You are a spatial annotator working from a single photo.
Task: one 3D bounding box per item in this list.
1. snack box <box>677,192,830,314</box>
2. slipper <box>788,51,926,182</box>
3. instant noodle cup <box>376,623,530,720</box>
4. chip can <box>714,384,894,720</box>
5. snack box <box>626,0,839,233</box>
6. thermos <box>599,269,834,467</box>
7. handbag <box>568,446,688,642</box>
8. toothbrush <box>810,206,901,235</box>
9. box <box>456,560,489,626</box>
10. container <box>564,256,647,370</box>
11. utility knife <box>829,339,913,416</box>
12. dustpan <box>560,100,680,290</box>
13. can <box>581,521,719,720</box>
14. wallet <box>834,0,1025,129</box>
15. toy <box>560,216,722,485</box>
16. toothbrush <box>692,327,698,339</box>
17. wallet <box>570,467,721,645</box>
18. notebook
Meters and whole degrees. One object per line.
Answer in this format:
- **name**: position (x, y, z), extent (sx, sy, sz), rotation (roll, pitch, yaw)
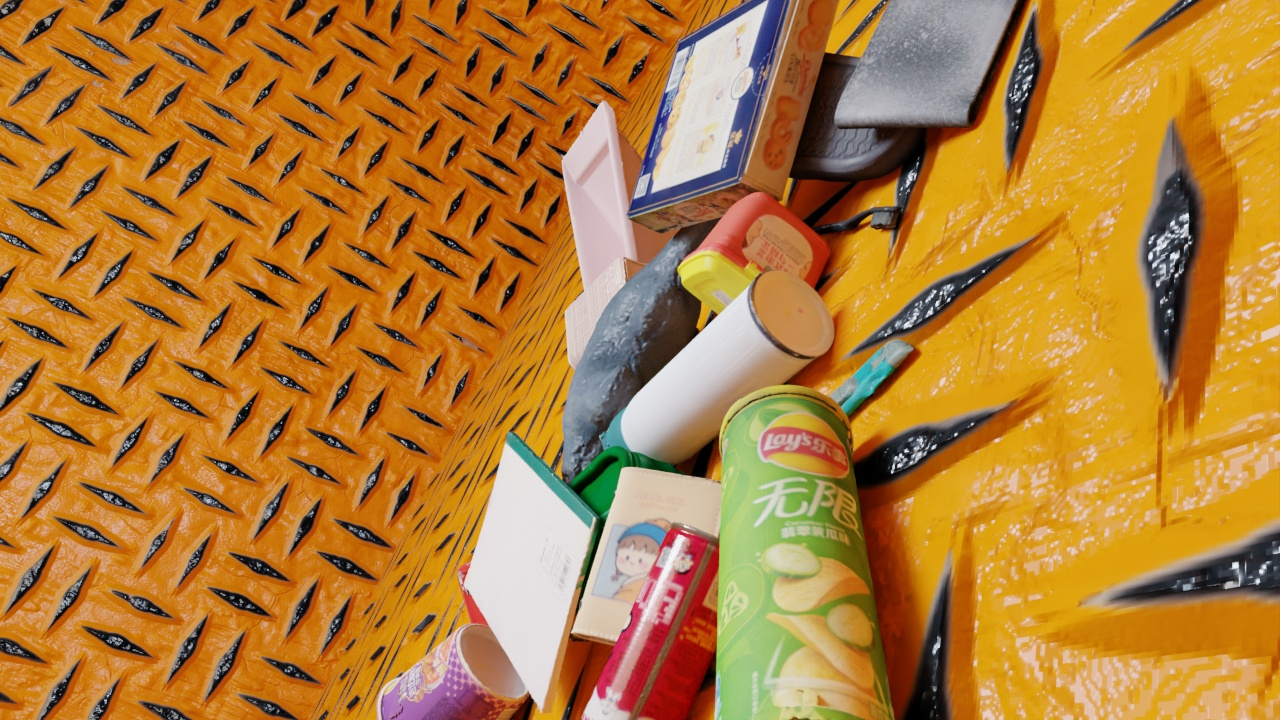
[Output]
- **snack box**: position (0.088, -0.071, 0.681), extent (0.080, 0.091, 0.082), rotation (-56, 12, -15)
- **slipper**: position (0.149, -0.188, 0.753), extent (0.111, 0.083, 0.268), rotation (-64, 30, 5)
- **instant noodle cup**: position (-0.156, 0.291, 0.798), extent (0.099, 0.111, 0.111), rotation (-49, 15, 13)
- **chip can**: position (0.068, 0.099, 0.408), extent (0.073, 0.072, 0.220), rotation (-53, 15, 30)
- **snack box**: position (0.070, -0.206, 0.764), extent (0.183, 0.045, 0.177), rotation (0, 71, 60)
- **thermos**: position (0.047, 0.023, 0.674), extent (0.225, 0.073, 0.073), rotation (-46, 19, 47)
- **handbag**: position (-0.020, 0.135, 0.680), extent (0.132, 0.068, 0.120), rotation (-47, 24, 43)
- **toothbrush**: position (0.146, -0.098, 0.684), extent (0.189, 0.014, 0.016), rotation (-170, 85, -78)
- **box**: position (-0.107, 0.222, 0.893), extent (0.202, 0.091, 0.094), rotation (-37, 70, 61)
- **container**: position (-0.015, -0.045, 0.986), extent (0.111, 0.089, 0.090), rotation (-45, 41, 43)
- **utility knife**: position (0.103, 0.041, 0.539), extent (0.162, 0.013, 0.029), rotation (-52, 13, 32)
- **dustpan**: position (-0.050, -0.148, 1.138), extent (0.138, 0.273, 0.223), rotation (-38, 3, -18)
- **can**: position (0.014, 0.163, 0.520), extent (0.132, 0.053, 0.053), rotation (-64, 13, -15)
- **wallet**: position (0.195, -0.205, 0.617), extent (0.097, 0.019, 0.120), rotation (13, 69, 41)
- **toy**: position (-0.005, 0.005, 0.836), extent (0.356, 0.091, 0.138), rotation (-66, 14, -10)
- **toothbrush**: position (0.006, 0.032, 0.952), extent (0.189, 0.016, 0.014), rotation (-49, 28, 30)
- **wallet**: position (0.011, 0.128, 0.586), extent (0.087, 0.024, 0.115), rotation (4, 62, 29)
- **notebook**: position (-0.092, 0.156, 0.729), extent (0.209, 0.012, 0.150), rotation (28, 104, 62)
